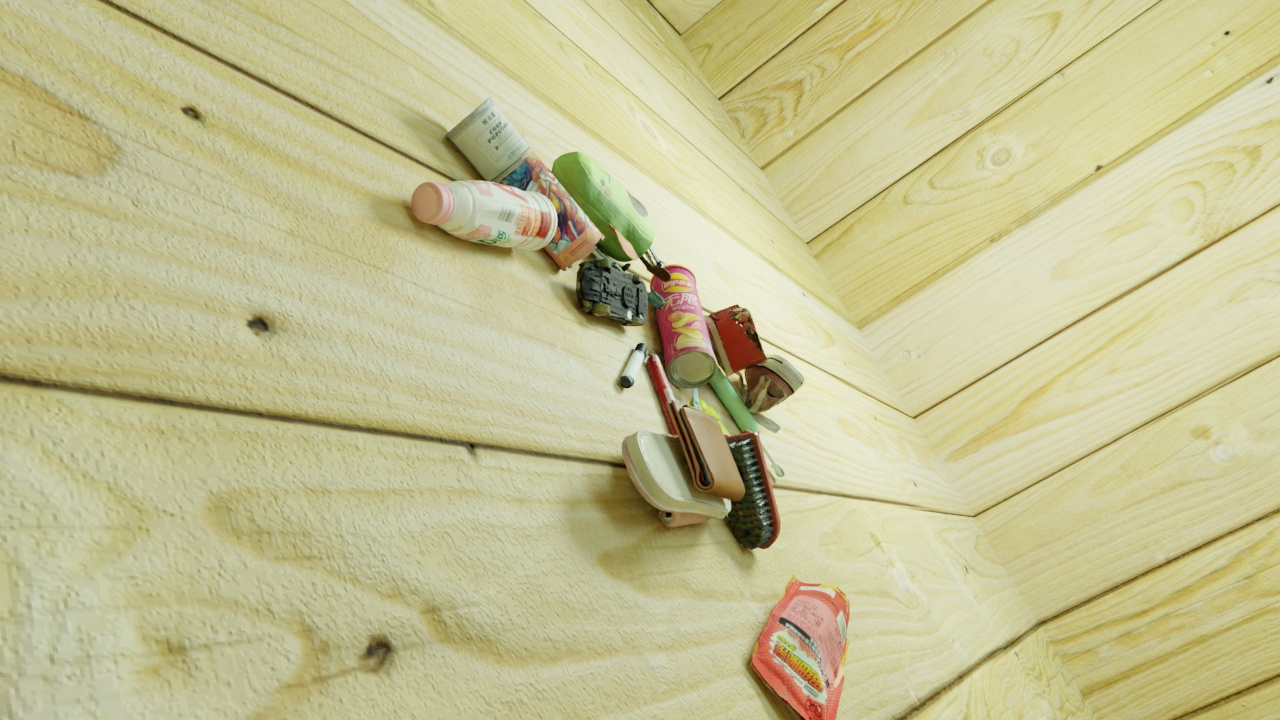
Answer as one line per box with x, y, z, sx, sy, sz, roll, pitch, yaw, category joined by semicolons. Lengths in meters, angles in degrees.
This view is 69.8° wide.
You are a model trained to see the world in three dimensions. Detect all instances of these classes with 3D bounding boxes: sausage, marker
0.034;0.049;1.171;0.020;0.020;0.155;33;29;-47;sausage
-0.007;0.007;1.147;0.022;0.018;0.130;60;17;-14;marker

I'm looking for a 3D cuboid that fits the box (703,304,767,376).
0.146;-0.038;1.388;0.168;0.079;0.091;-98;168;-83;box

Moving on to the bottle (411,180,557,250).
-0.165;-0.156;0.973;0.068;0.068;0.196;60;24;12;bottle

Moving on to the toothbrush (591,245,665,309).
-0.038;-0.135;1.261;0.191;0.018;0.016;40;21;-14;toothbrush

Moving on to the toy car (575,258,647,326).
-0.034;-0.083;1.174;0.158;0.042;0.070;18;72;-60;toy car

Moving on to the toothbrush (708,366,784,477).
0.152;0.082;1.385;0.224;0.026;0.027;56;-17;1;toothbrush

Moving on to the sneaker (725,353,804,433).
0.191;0.047;1.446;0.118;0.088;0.241;44;-5;1;sneaker

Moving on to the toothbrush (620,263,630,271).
-0.036;-0.113;1.278;0.018;0.016;0.180;58;19;-10;toothbrush

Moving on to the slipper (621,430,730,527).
0.034;0.127;0.990;0.114;0.054;0.274;64;14;15;slipper

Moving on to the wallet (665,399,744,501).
0.071;0.092;0.997;0.119;0.035;0.130;66;14;20;wallet

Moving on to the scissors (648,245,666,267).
0.040;-0.141;1.489;0.235;0.022;0.136;54;20;-6;scissors

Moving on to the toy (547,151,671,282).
-0.046;-0.207;1.290;0.246;0.090;0.227;40;14;-47;toy

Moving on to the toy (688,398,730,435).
0.098;0.097;1.228;0.096;0.031;0.100;34;25;-36;toy

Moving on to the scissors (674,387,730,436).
0.084;0.087;1.185;0.125;0.017;0.133;17;42;-20;scissors

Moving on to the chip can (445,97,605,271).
-0.137;-0.210;1.111;0.215;0.071;0.071;50;20;-18;chip can

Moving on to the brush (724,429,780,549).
0.137;0.161;1.133;0.069;0.063;0.146;-18;93;-54;brush

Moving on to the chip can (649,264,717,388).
0.059;-0.052;1.317;0.071;0.071;0.210;42;23;-32;chip can

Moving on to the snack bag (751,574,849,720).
0.186;0.324;1.027;0.128;0.073;0.207;52;24;2;snack bag
